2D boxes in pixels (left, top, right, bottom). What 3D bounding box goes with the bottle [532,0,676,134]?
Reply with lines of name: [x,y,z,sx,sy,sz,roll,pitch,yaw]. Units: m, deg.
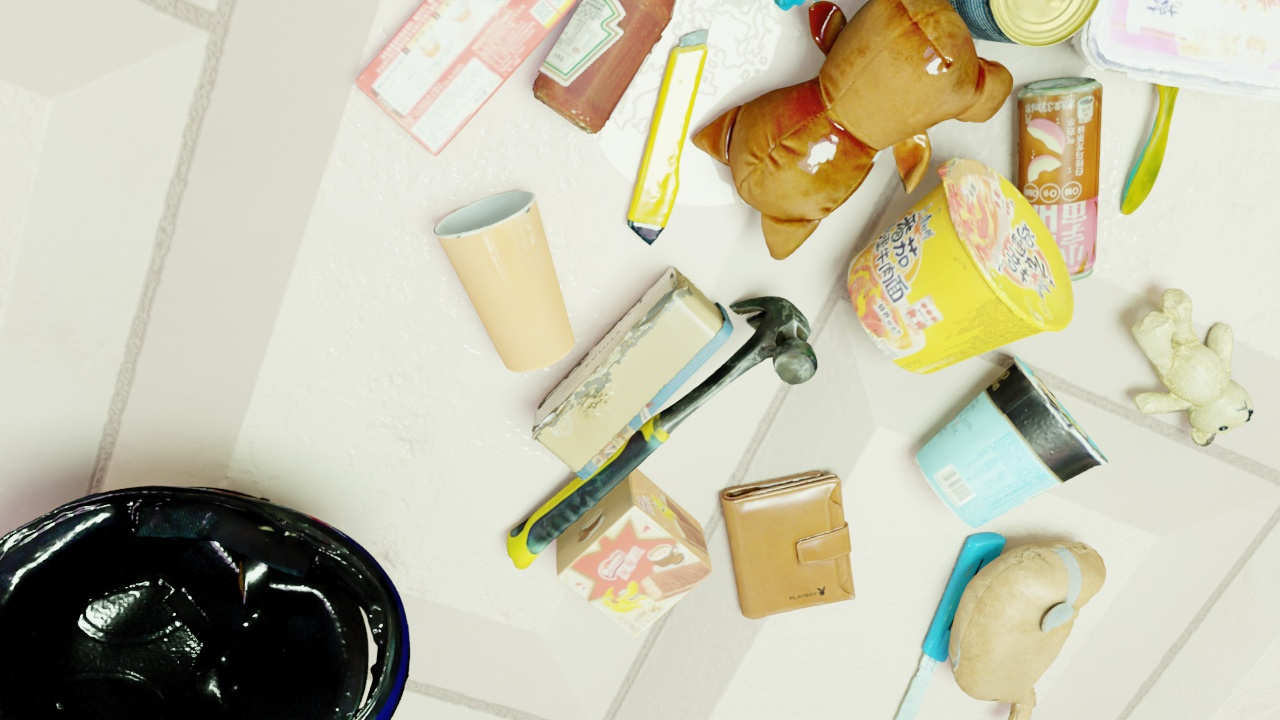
bottle: [0.002,-0.255,0.630,0.059,0.059,0.206,32,100,-16]

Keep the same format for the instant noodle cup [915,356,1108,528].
instant noodle cup: [0.301,0.076,0.766,0.111,0.111,0.121,42,111,-18]

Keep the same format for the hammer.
hammer: [0.006,0.063,0.740,0.032,0.126,0.324,40,113,-20]

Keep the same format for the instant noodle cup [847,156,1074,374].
instant noodle cup: [0.229,-0.061,0.677,0.138,0.137,0.110,38,137,-17]

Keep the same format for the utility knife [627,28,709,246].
utility knife: [0.022,-0.166,0.688,0.033,0.015,0.164,11,109,-14]

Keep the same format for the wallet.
wallet: [0.134,0.166,0.822,0.108,0.031,0.132,-11,113,1]

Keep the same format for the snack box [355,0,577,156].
snack box: [-0.122,-0.225,0.647,0.075,0.025,0.153,42,103,-17]

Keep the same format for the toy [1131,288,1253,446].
toy: [0.461,0.004,0.764,0.105,0.066,0.157,-47,116,-5]

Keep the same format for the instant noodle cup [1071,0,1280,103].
instant noodle cup: [0.385,-0.254,0.646,0.173,0.060,0.138,7,93,-6]

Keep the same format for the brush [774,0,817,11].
brush: [0.062,-0.266,0.583,0.314,0.060,0.109,-32,86,-9]

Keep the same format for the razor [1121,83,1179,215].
razor: [0.396,-0.176,0.710,0.043,0.028,0.133,0,113,-9]

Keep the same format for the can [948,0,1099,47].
can: [0.247,-0.255,0.621,0.075,0.111,0.075,-2,112,-6]

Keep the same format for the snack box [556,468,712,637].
snack box: [-0.007,0.161,0.782,0.093,0.077,0.094,-43,108,12]

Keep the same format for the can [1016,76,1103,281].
can: [0.319,-0.137,0.701,0.058,0.058,0.147,-10,112,-1]

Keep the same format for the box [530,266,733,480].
box: [-0.004,0.004,0.714,0.184,0.089,0.061,-43,102,13]

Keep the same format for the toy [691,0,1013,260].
toy: [0.141,-0.169,0.642,0.200,0.130,0.140,-39,72,24]

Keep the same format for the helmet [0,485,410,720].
helmet: [-0.324,0.223,0.691,0.315,0.246,0.241,10,153,-2]

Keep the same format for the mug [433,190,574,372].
mug: [-0.097,-0.056,0.693,0.078,0.078,0.123,-17,117,2]

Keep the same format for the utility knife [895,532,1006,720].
utility knife: [0.290,0.266,0.880,0.034,0.018,0.237,11,111,-11]

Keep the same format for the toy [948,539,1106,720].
toy: [0.344,0.260,0.844,0.143,0.082,0.226,-3,122,-16]
